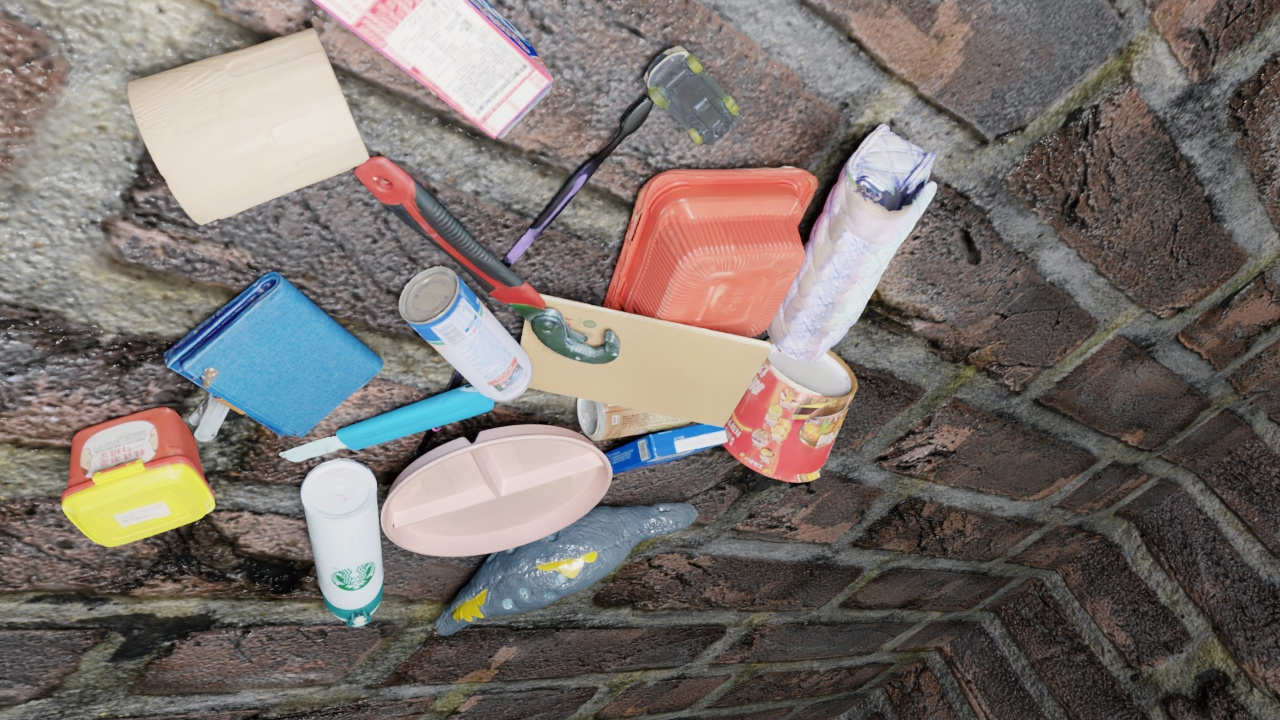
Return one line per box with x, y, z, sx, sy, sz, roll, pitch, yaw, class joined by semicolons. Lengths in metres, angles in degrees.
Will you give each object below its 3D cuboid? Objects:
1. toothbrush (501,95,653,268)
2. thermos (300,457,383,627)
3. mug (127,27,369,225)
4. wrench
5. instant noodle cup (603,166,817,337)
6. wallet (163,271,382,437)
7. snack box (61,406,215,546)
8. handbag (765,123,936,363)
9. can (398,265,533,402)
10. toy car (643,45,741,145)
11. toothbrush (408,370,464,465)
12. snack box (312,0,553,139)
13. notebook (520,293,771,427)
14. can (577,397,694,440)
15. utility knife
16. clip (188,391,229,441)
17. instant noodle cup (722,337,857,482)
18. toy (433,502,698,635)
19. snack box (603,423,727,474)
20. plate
-0.054;-0.133;0.706;0.014;0.016;0.189;25;124;-36;toothbrush
-0.290;0.190;0.910;0.073;0.073;0.225;-12;143;-22;thermos
-0.222;-0.130;0.544;0.103;0.084;0.125;-23;170;-10;mug
-0.110;-0.066;0.705;0.056;0.016;0.273;-18;141;32;wrench
0.063;-0.078;0.797;0.164;0.079;0.189;-7;146;-21;instant noodle cup
-0.276;0.001;0.703;0.106;0.040;0.133;-39;145;-2;wallet
-0.385;0.085;0.702;0.091;0.080;0.082;-17;145;-14;snack box
0.188;-0.101;0.810;0.133;0.075;0.194;-46;163;-40;handbag
-0.139;-0.018;0.753;0.053;0.053;0.134;-30;143;4;can
0.036;-0.193;0.665;0.042;0.035;0.090;-41;143;16;toy car
-0.182;0.048;0.849;0.014;0.017;0.190;4;134;-35;toothbrush
-0.137;-0.205;0.512;0.058;0.057;0.207;-41;144;14;snack box
-0.005;0.005;0.819;0.207;0.008;0.148;11;147;-6;notebook
-0.002;0.045;0.930;0.116;0.058;0.059;-6;141;-27;can
-0.225;0.058;0.823;0.199;0.018;0.034;-18;135;-4;utility knife
-0.339;0.038;0.729;0.025;0.031;0.057;15;119;-48;clip
0.158;0.045;0.985;0.137;0.138;0.109;-2;130;-33;instant noodle cup
-0.098;0.240;1.093;0.356;0.091;0.138;-24;158;-1;toy
0.020;0.095;0.979;0.084;0.026;0.157;-9;170;-25;snack box
-0.142;0.131;0.913;0.229;0.028;0.230;-14;146;-10;plate
